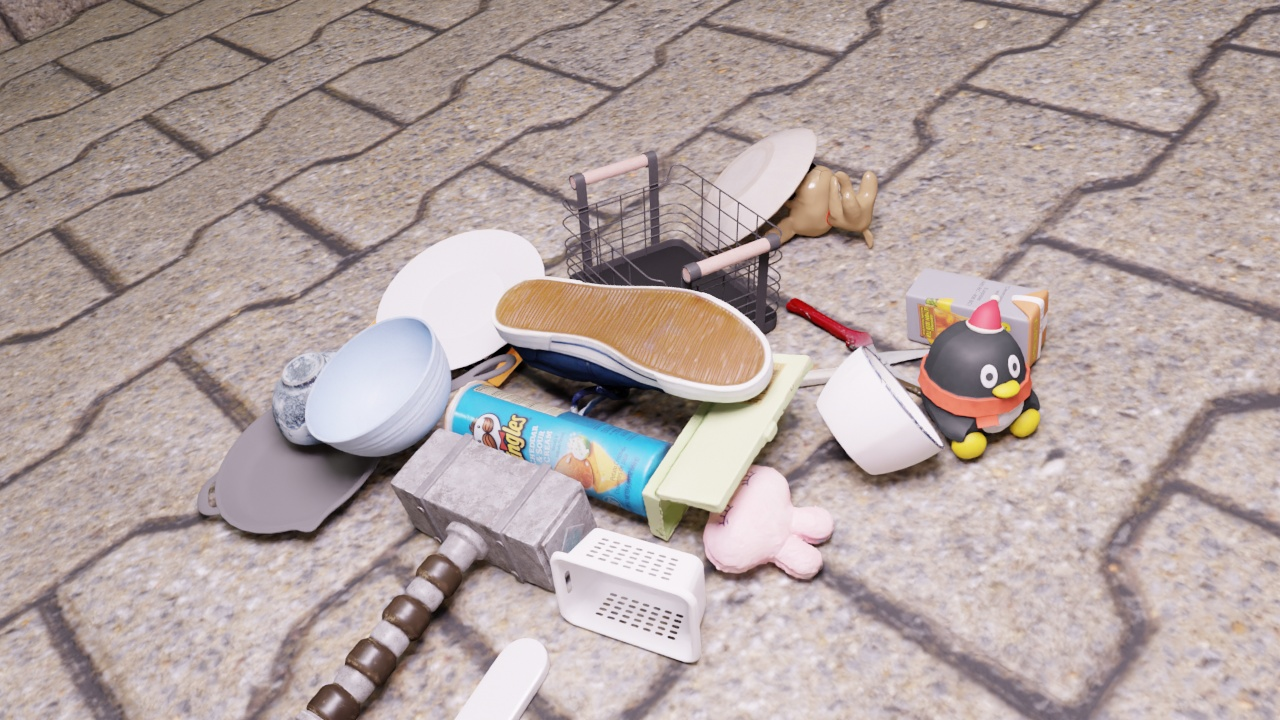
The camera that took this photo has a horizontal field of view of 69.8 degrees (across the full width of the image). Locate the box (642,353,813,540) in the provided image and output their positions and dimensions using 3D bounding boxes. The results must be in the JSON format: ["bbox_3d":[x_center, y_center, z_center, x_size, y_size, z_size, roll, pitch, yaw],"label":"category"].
[{"bbox_3d":[0.071,0.067,0.831,0.064,0.131,0.187,42,57,-7],"label":"box"}]

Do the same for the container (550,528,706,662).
[{"bbox_3d":[-0.004,0.187,0.752,0.129,0.081,0.049,11,37,24],"label":"container"}]

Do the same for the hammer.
[{"bbox_3d":[-0.191,0.210,0.772,0.177,0.080,0.325,17,51,28],"label":"hammer"}]

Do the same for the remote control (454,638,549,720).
[{"bbox_3d":[-0.119,0.281,0.727,0.043,0.013,0.136,16,50,28],"label":"remote control"}]

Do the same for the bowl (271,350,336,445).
[{"bbox_3d":[-0.341,0.028,0.967,0.114,0.061,0.114,-10,45,10],"label":"bowl"}]

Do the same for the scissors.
[{"bbox_3d":[0.196,-0.001,0.940,0.179,0.015,0.199,-30,46,-18],"label":"scissors"}]

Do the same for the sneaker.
[{"bbox_3d":[-0.005,0.005,0.886,0.295,0.127,0.120,12,57,31],"label":"sneaker"}]

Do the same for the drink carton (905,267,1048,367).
[{"bbox_3d":[0.333,-0.043,0.908,0.125,0.076,0.048,18,51,35],"label":"drink carton"}]

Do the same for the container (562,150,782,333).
[{"bbox_3d":[0.031,-0.113,0.997,0.162,0.130,0.241,-22,43,-23],"label":"container"}]

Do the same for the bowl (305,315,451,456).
[{"bbox_3d":[-0.244,0.037,0.902,0.151,0.075,0.150,-18,45,19],"label":"bowl"}]

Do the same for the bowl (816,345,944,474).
[{"bbox_3d":[0.209,0.050,0.819,0.066,0.116,0.116,-39,40,16],"label":"bowl"}]

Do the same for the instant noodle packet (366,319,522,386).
[{"bbox_3d":[-0.200,-0.058,1.087,0.221,0.032,0.159,19,55,30],"label":"instant noodle packet"}]

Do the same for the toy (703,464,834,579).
[{"bbox_3d":[0.112,0.143,0.789,0.105,0.053,0.108,21,50,13],"label":"toy"}]

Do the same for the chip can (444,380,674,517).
[{"bbox_3d":[-0.077,0.082,0.880,0.230,0.080,0.079,16,50,27],"label":"chip can"}]

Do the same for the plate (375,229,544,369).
[{"bbox_3d":[-0.207,-0.069,1.060,0.209,0.015,0.208,-10,52,13],"label":"plate"}]

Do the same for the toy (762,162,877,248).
[{"bbox_3d":[0.218,-0.180,1.070,0.108,0.106,0.133,14,45,41],"label":"toy"}]

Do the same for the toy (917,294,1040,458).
[{"bbox_3d":[0.301,0.011,0.826,0.097,0.119,0.099,-20,37,-12],"label":"toy"}]

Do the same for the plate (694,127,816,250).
[{"bbox_3d":[0.127,-0.212,1.094,0.189,0.027,0.188,-39,26,24],"label":"plate"}]

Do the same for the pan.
[{"bbox_3d":[-0.291,0.077,0.961,0.354,0.024,0.216,-25,43,-4],"label":"pan"}]
